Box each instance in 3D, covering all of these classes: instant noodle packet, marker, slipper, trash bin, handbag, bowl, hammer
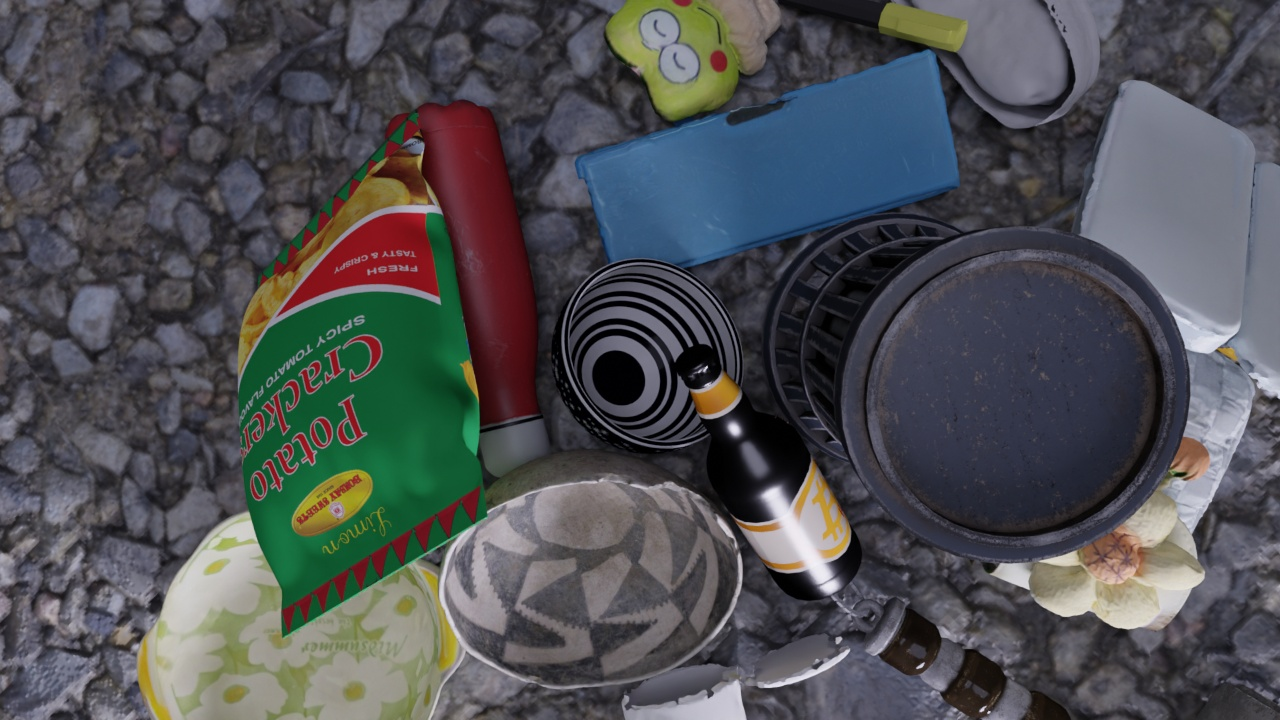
[{"bbox_3d":[-0.170,0.008,0.535,0.196,0.090,0.252,-33,59,33],"label":"instant noodle packet"},{"bbox_3d":[0.141,-0.217,0.575,0.124,0.021,0.018,27,126,27],"label":"marker"},{"bbox_3d":[0.203,-0.259,0.566,0.112,0.074,0.246,-34,84,35],"label":"slipper"},{"bbox_3d":[0.156,0.002,0.477,0.164,0.227,0.164,0,97,3],"label":"trash bin"},{"bbox_3d":[0.276,0.064,0.529,0.112,0.123,0.171,19,97,11],"label":"handbag"},{"bbox_3d":[-0.213,0.183,0.605,0.219,0.060,0.188,-15,88,6],"label":"bowl"},{"bbox_3d":[0.249,0.228,0.558,0.326,0.079,0.177,32,92,10],"label":"hammer"},{"bbox_3d":[-0.003,0.003,0.578,0.120,0.067,0.120,8,70,-22],"label":"bowl"},{"bbox_3d":[-0.032,0.117,0.567,0.178,0.081,0.179,-2,122,-4],"label":"bowl"}]

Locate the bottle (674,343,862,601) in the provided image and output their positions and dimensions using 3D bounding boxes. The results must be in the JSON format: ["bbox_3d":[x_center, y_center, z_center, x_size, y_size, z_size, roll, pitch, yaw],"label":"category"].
[{"bbox_3d":[0.071,0.064,0.537,0.059,0.059,0.182,-31,120,4],"label":"bottle"}]

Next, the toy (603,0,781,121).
[{"bbox_3d":[0.039,-0.210,0.590,0.115,0.046,0.092,-36,92,-13],"label":"toy"}]

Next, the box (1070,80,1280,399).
[{"bbox_3d":[0.335,-0.065,0.513,0.189,0.037,0.208,31,52,8],"label":"box"}]

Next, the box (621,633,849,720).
[{"bbox_3d":[0.070,0.239,0.569,0.150,0.080,0.106,-17,87,9],"label":"box"}]

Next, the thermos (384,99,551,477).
[{"bbox_3d":[-0.104,-0.042,0.591,0.073,0.073,0.240,-14,88,5],"label":"thermos"}]

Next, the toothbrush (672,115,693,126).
[{"bbox_3d":[0.002,-0.232,0.613,0.016,0.014,0.166,-20,88,5],"label":"toothbrush"}]

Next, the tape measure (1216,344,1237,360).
[{"bbox_3d":[0.383,-0.029,0.562,0.064,0.037,0.065,18,93,6],"label":"tape measure"}]

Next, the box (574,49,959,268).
[{"bbox_3d":[0.081,-0.123,0.597,0.231,0.052,0.093,-17,104,5],"label":"box"}]
